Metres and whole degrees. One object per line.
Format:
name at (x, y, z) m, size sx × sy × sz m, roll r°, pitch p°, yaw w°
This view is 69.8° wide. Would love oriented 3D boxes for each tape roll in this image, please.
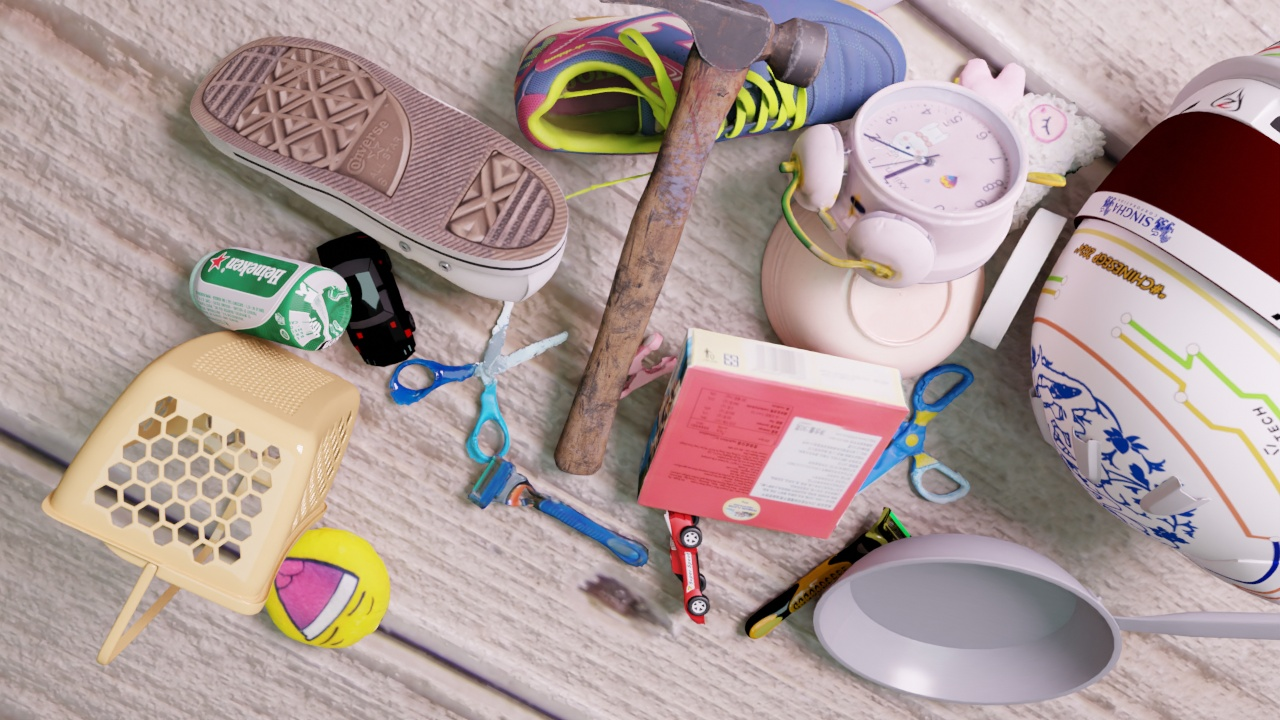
tape roll at (0.247, -0.053, 0.600) m, size 0.019 × 0.094 × 0.094 m, roll 29°, pitch 104°, yaw 19°

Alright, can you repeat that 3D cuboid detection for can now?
can at (-0.231, -0.039, 0.575) m, size 0.101 × 0.053 × 0.053 m, roll 14°, pitch 107°, yaw 26°

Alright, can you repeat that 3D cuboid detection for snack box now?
snack box at (0.082, 0.054, 0.615) m, size 0.142 × 0.040 × 0.145 m, roll 11°, pitch 134°, yaw -7°

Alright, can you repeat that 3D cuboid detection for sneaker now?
sneaker at (-0.154, -0.110, 0.570) m, size 0.245 × 0.097 × 0.091 m, roll 25°, pitch 68°, yaw 5°
sneaker at (0.045, -0.156, 0.553) m, size 0.242 × 0.091 × 0.116 m, roll -5°, pitch 130°, yaw 0°

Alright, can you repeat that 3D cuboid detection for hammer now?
hammer at (-0.007, -0.056, 0.554) m, size 0.120 × 0.033 × 0.331 m, roll 12°, pitch 125°, yaw -12°

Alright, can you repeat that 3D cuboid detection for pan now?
pan at (0.289, 0.170, 0.605) m, size 0.358 × 0.050 × 0.201 m, roll -15°, pitch 129°, yaw 31°

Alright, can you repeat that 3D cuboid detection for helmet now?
helmet at (0.355, -0.007, 0.543) m, size 0.236 × 0.230 × 0.314 m, roll -34°, pitch 115°, yaw 7°

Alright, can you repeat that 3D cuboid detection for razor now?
razor at (0.137, 0.165, 0.690) m, size 0.144 × 0.021 × 0.044 m, roll -38°, pitch 123°, yaw 6°
razor at (-0.055, 0.114, 0.667) m, size 0.141 × 0.018 × 0.044 m, roll 30°, pitch 108°, yaw -15°

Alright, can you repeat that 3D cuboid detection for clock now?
clock at (0.152, -0.101, 0.537) m, size 0.157 × 0.059 × 0.116 m, roll -26°, pitch 67°, yaw -17°

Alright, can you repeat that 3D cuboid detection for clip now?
clip at (0.002, 0.009, 0.641) m, size 0.045 × 0.023 × 0.060 m, roll 31°, pitch 98°, yaw -12°

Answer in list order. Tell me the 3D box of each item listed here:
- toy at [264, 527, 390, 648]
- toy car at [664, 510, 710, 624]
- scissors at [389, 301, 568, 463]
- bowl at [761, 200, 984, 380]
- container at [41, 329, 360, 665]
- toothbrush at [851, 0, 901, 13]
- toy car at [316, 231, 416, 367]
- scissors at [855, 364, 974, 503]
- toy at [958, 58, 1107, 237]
toy at (-0.225, 0.163, 0.658) m, size 0.094 × 0.041 × 0.095 m, roll 39°, pitch 103°, yaw -9°
toy car at (0.034, 0.146, 0.670) m, size 0.025 × 0.038 × 0.089 m, roll -7°, pitch 106°, yaw 1°
scissors at (-0.116, 0.006, 0.635) m, size 0.119 × 0.014 × 0.129 m, roll 19°, pitch 102°, yaw -8°
bowl at (0.161, -0.049, 0.604) m, size 0.153 × 0.076 × 0.153 m, roll -1°, pitch 105°, yaw -3°
container at (-0.263, 0.080, 0.560) m, size 0.129 × 0.183 × 0.167 m, roll 28°, pitch 95°, yaw -11°
toothbrush at (0.162, -0.237, 0.580) m, size 0.188 × 0.018 × 0.019 m, roll -27°, pitch 100°, yaw 4°
toy car at (-0.180, -0.038, 0.606) m, size 0.042 × 0.036 × 0.092 m, roll -18°, pitch 106°, yaw 1°
scissors at (0.200, 0.058, 0.670) m, size 0.125 × 0.013 × 0.130 m, roll -43°, pitch 101°, yaw 7°
toy at (0.240, -0.145, 0.602) m, size 0.109 × 0.041 × 0.096 m, roll 42°, pitch 101°, yaw -7°
